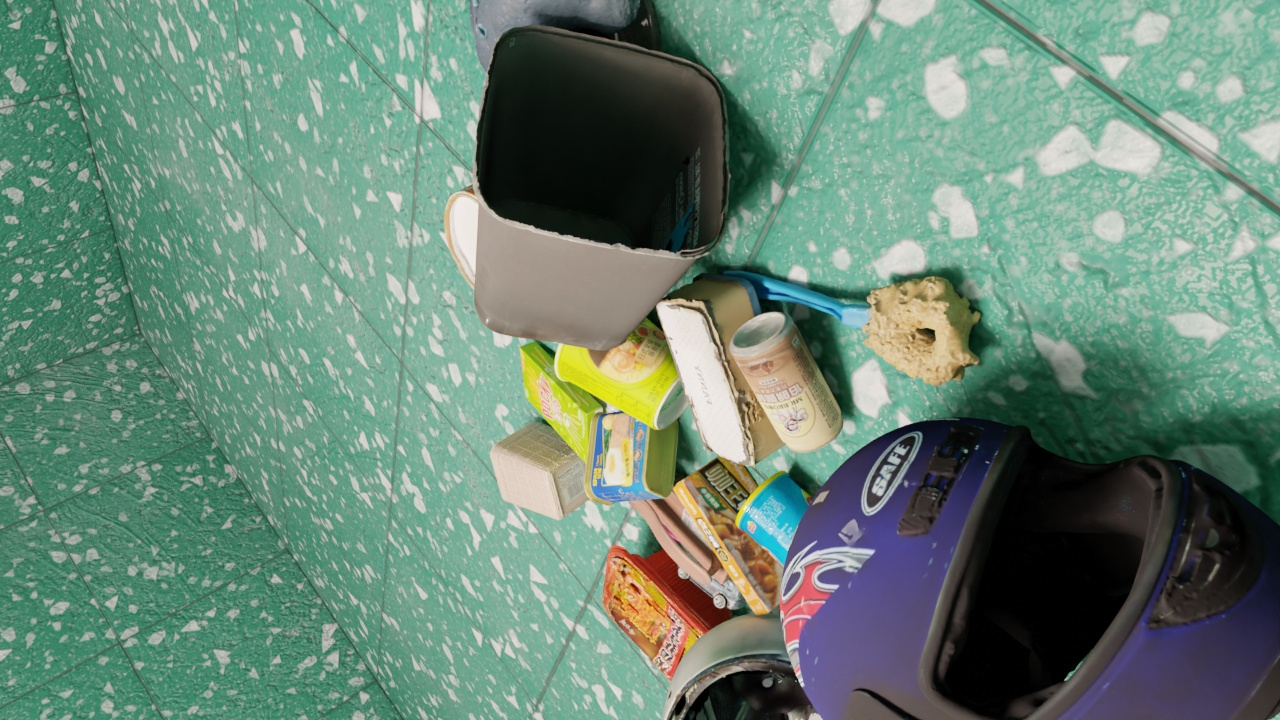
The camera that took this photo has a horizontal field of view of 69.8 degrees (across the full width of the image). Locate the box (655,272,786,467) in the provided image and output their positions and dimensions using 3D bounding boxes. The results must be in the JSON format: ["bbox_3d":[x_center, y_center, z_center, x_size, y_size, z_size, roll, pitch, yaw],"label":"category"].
[{"bbox_3d":[0.077,0.004,0.839,0.090,0.061,0.184,20,132,55],"label":"box"}]

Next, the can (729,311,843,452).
[{"bbox_3d":[0.125,0.019,0.783,0.059,0.058,0.116,3,132,52],"label":"can"}]

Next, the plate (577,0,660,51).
[{"bbox_3d":[-0.052,-0.298,0.840,0.179,0.024,0.180,32,136,37],"label":"plate"}]

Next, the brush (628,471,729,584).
[{"bbox_3d":[0.048,0.179,1.010,0.145,0.072,0.063,43,143,28],"label":"brush"}]

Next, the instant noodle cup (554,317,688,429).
[{"bbox_3d":[-0.006,0.005,0.936,0.123,0.111,0.112,34,138,21],"label":"instant noodle cup"}]

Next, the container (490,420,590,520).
[{"bbox_3d":[-0.120,0.143,1.190,0.111,0.090,0.090,14,124,44],"label":"container"}]

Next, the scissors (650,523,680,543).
[{"bbox_3d":[0.007,0.173,1.083,0.137,0.017,0.074,49,149,-8],"label":"scissors"}]

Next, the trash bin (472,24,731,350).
[{"bbox_3d":[-0.050,-0.128,0.793,0.220,0.198,0.198,120,156,-61],"label":"trash bin"}]

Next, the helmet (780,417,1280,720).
[{"bbox_3d":[0.222,0.152,0.602,0.240,0.246,0.316,31,146,9],"label":"helmet"}]

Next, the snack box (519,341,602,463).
[{"bbox_3d":[-0.097,0.051,1.124,0.156,0.026,0.086,42,145,39],"label":"snack box"}]

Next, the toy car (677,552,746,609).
[{"bbox_3d":[0.083,0.248,1.042,0.090,0.042,0.034,33,110,31],"label":"toy car"}]

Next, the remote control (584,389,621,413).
[{"bbox_3d":[-0.021,0.090,1.080,0.058,0.021,0.150,-15,100,55],"label":"remote control"}]

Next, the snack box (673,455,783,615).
[{"bbox_3d":[0.105,0.172,0.927,0.153,0.075,0.026,56,147,7],"label":"snack box"}]

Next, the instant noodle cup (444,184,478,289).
[{"bbox_3d":[-0.130,-0.137,0.978,0.151,0.111,0.152,32,136,36],"label":"instant noodle cup"}]

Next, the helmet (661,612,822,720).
[{"bbox_3d":[0.137,0.365,0.939,0.230,0.156,0.274,-14,118,16],"label":"helmet"}]

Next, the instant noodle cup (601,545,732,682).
[{"bbox_3d":[0.037,0.306,1.102,0.189,0.078,0.165,40,144,24],"label":"instant noodle cup"}]

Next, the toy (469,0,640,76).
[{"bbox_3d":[-0.080,-0.292,0.781,0.138,0.091,0.357,37,146,6],"label":"toy"}]

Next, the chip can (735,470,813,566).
[{"bbox_3d":[0.187,0.196,0.844,0.210,0.071,0.071,42,141,25],"label":"chip can"}]

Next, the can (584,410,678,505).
[{"bbox_3d":[-0.009,0.103,0.996,0.083,0.057,0.102,-11,64,38],"label":"can"}]

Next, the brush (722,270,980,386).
[{"bbox_3d":[0.160,-0.043,0.743,0.255,0.045,0.083,21,133,49],"label":"brush"}]
